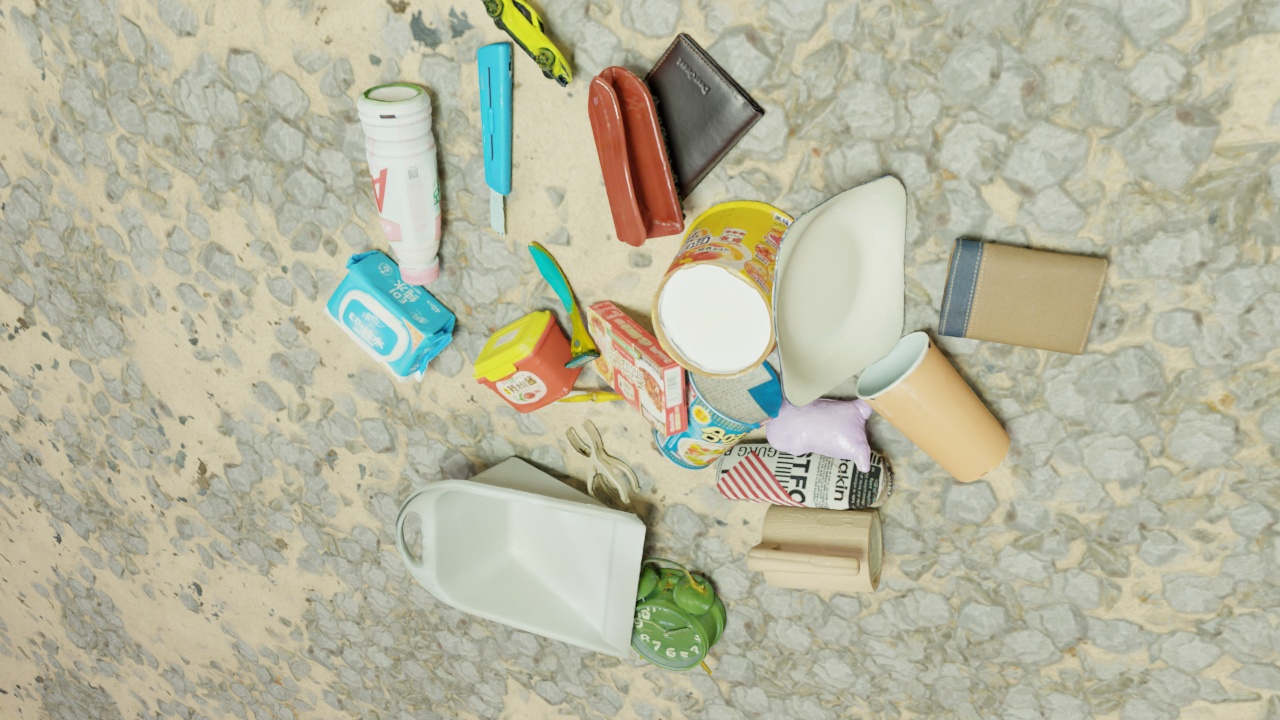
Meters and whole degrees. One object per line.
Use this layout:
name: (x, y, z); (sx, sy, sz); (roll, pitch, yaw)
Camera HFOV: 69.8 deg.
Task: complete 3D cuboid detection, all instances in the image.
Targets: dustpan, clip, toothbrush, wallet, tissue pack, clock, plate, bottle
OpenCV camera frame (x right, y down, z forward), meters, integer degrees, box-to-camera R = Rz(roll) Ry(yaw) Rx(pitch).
dustpan: (-0.145, 0.230, 1.039); (0.258, 0.142, 0.223); (30, 131, 32)
clip: (-0.033, 0.112, 1.002); (0.083, 0.034, 0.104); (-7, 108, 33)
toothbrush: (-0.052, 0.040, 0.953); (0.192, 0.018, 0.016); (-1, 112, 40)
wallet: (0.303, -0.051, 0.737); (0.115, 0.033, 0.090); (11, 125, 19)
tissue pack: (-0.274, -0.046, 1.002); (0.140, 0.063, 0.090); (43, 128, -3)
clock: (0.035, 0.290, 1.059); (0.116, 0.056, 0.161); (5, 120, 23)
wallet: (0.033, -0.202, 0.787); (0.096, 0.020, 0.123); (44, 126, -3)
plate: (0.154, -0.058, 0.737); (0.034, 0.163, 0.164); (22, 129, 44)
bottle: (-0.231, -0.168, 0.907); (0.068, 0.068, 0.197); (14, 127, 18)

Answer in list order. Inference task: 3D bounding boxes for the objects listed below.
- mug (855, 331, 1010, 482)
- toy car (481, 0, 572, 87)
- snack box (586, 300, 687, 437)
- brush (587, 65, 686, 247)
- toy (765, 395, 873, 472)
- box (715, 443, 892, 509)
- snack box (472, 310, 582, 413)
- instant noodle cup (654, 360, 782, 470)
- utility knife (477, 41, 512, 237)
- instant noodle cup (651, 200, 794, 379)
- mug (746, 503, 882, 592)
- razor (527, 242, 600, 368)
mug: (0.257, 0.044, 0.794); (0.123, 0.078, 0.078); (43, 128, -10)
toy car: (-0.095, -0.279, 0.787); (0.032, 0.048, 0.105); (-43, 95, 5)
snack box: (-0.005, 0.005, 0.870); (0.153, 0.025, 0.075); (41, 142, 51)
brush: (-0.009, -0.171, 0.768); (0.063, 0.069, 0.146); (-4, 112, 27)
toy: (0.166, 0.058, 0.854); (0.108, 0.083, 0.039); (2, 160, 35)
box: (0.161, 0.117, 0.895); (0.163, 0.076, 0.088); (-3, 150, 28)
snack box: (-0.113, 0.004, 0.949); (0.091, 0.081, 0.080); (-24, 120, 36)
instant noodle cup: (0.066, 0.050, 0.880); (0.099, 0.099, 0.110); (37, 135, 2)
utility knife: (-0.136, -0.204, 0.867); (0.034, 0.018, 0.192); (19, 127, 21)
instant noodle cup: (0.078, -0.056, 0.795); (0.138, 0.109, 0.138); (12, 122, 19)
mug: (0.172, 0.185, 0.890); (0.104, 0.124, 0.084); (-2, 89, 25)
razor: (-0.079, -0.058, 0.914); (0.043, 0.028, 0.132); (-25, 89, 48)
